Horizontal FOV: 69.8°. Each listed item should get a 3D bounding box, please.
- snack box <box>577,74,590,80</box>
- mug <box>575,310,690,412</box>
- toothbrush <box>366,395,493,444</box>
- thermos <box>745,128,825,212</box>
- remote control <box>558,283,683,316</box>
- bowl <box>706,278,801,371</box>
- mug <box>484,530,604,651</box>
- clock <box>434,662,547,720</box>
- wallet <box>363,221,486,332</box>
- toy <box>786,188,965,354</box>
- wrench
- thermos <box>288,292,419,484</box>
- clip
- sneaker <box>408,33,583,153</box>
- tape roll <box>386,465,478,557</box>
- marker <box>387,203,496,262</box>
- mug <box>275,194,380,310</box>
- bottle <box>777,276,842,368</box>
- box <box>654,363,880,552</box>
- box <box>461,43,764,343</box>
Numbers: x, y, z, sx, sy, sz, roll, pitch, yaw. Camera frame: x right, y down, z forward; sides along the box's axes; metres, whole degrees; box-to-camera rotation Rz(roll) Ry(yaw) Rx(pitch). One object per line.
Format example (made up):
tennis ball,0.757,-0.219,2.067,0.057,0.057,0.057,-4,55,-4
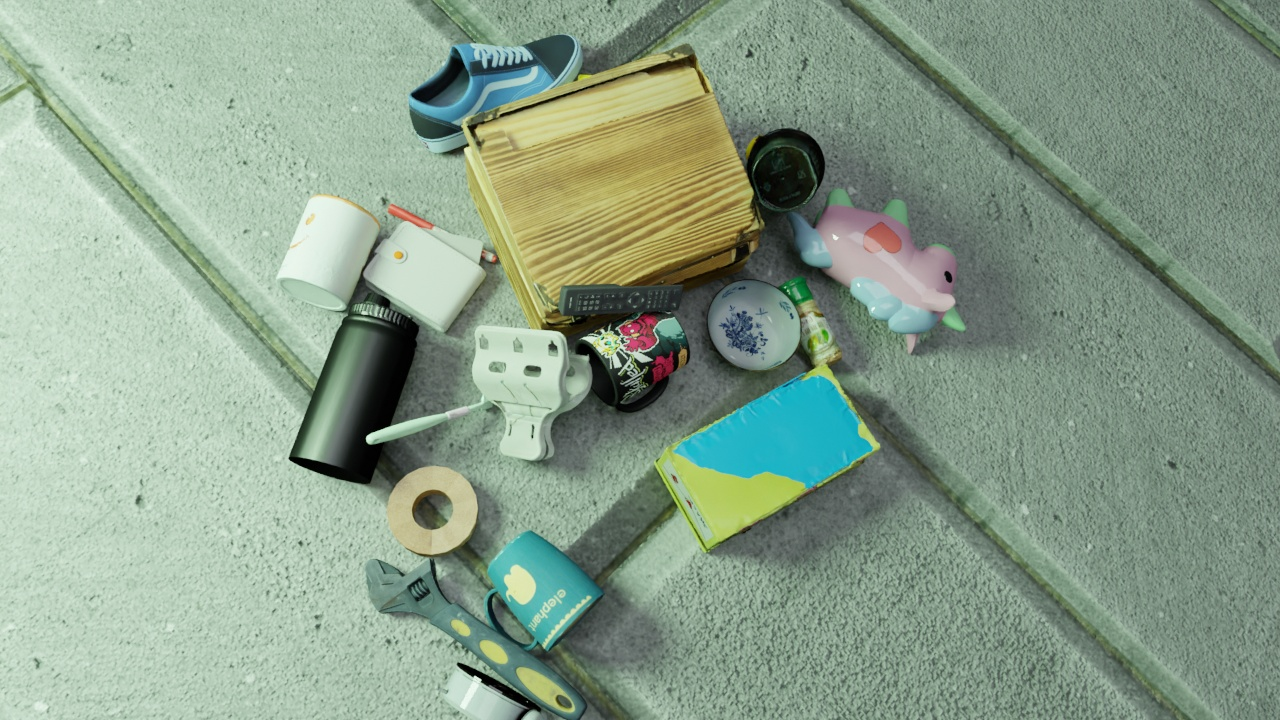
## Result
snack box,-0.006,-0.337,1.169,0.148,0.029,0.040,0,59,-8
mug,-0.006,0.006,1.020,0.098,0.118,0.082,-30,41,-22
toothbrush,-0.222,0.063,0.979,0.154,0.022,0.015,-18,40,-42
thermos,0.168,-0.221,1.069,0.098,0.220,0.098,3,107,9
remote control,-0.019,-0.066,0.961,0.136,0.032,0.015,-4,33,-26
bowl,0.129,-0.034,1.081,0.114,0.045,0.114,2,71,-6
mug,-0.111,0.242,0.945,0.104,0.084,0.112,44,100,12
clock,-0.136,0.339,0.894,0.122,0.095,0.035,28,73,8
wallet,-0.243,-0.110,1.061,0.118,0.038,0.115,32,70,0
toy,0.280,-0.113,1.100,0.222,0.120,0.170,11,61,-5
wrench,-0.170,0.276,0.924,0.273,0.022,0.073,31,83,14
thermos,-0.298,0.024,0.982,0.086,0.086,0.198,15,70,-2
clip,-0.113,0.032,1.002,0.101,0.127,0.152,-31,120,-49
sneaker,-0.172,-0.348,1.110,0.240,0.098,0.083,-35,61,-16
tape roll,-0.220,0.161,0.978,0.094,0.027,0.094,2,71,-7
marker,-0.235,-0.150,1.089,0.142,0.013,0.012,27,70,1
mug,-0.348,-0.120,1.027,0.082,0.082,0.105,16,71,-2
bottle,0.201,-0.044,1.097,0.043,0.043,0.111,-22,77,-14
box,0.141,0.107,1.022,0.220,0.079,0.124,-28,77,-18
box,-0.028,-0.177,1.037,0.278,0.192,0.251,-22,78,-16
